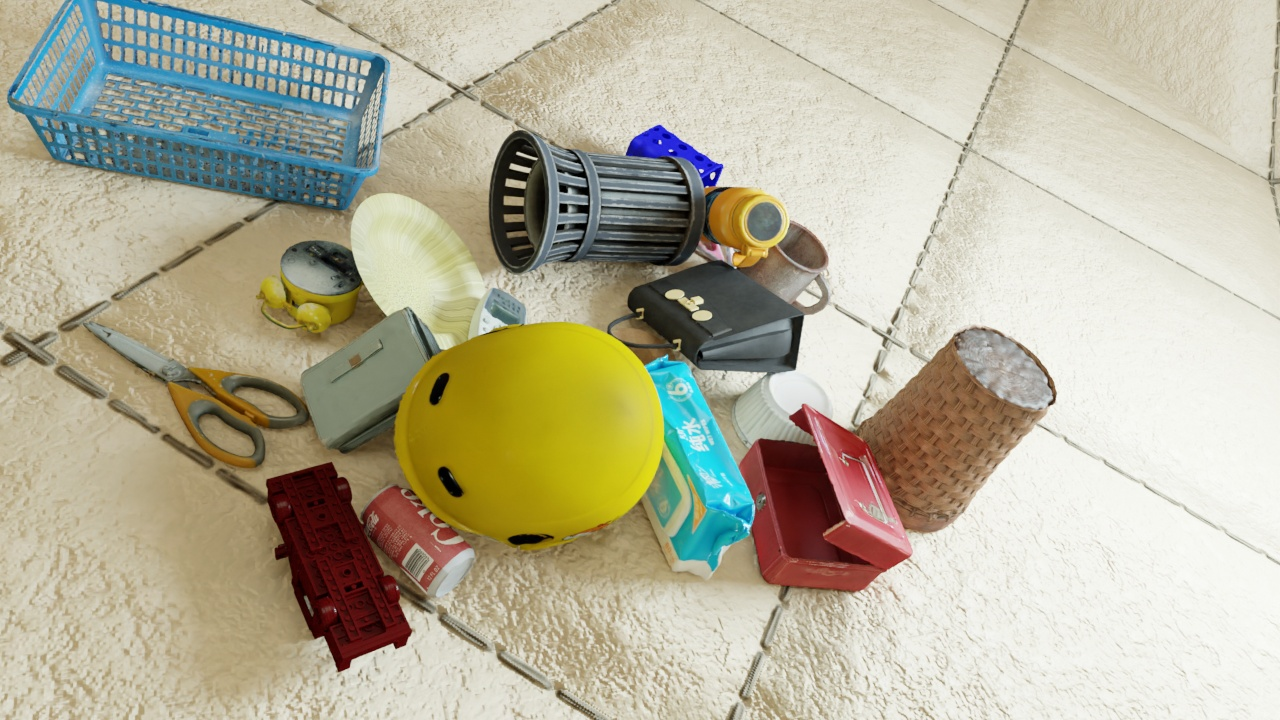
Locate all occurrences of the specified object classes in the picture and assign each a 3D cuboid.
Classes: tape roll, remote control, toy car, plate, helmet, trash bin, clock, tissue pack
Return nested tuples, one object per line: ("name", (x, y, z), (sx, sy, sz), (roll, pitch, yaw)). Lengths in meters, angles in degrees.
("tape roll", (-0.006, 0.006, 1.044), (0.094, 0.027, 0.093), (13, 44, -13))
("remote control", (-0.156, -0.029, 0.996), (0.060, 0.028, 0.114), (34, 38, -24))
("toy car", (-0.248, 0.168, 0.744), (0.070, 0.062, 0.169), (-14, 55, -35))
("plate", (-0.244, -0.088, 0.983), (0.184, 0.036, 0.184), (39, 36, -37))
("helmet", (-0.076, 0.058, 0.806), (0.239, 0.140, 0.209), (-1, 78, -42))
("trash bin", (0.340, 0.070, 1.010), (0.151, 0.211, 0.151), (14, 43, -14))
("clock", (-0.338, -0.074, 0.945), (0.083, 0.057, 0.118), (32, 42, 6))
("trash bin", (-0.047, -0.187, 1.123), (0.227, 0.165, 0.164), (-3, 49, -32))
("tissue pack", (0.041, 0.108, 0.901), (0.066, 0.117, 0.209), (-6, 52, -27))

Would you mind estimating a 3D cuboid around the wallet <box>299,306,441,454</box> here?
("wallet", (-0.251, 0.018, 0.859), (0.132, 0.054, 0.100), (-34, 56, 3))

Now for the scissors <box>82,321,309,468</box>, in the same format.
("scissors", (-0.423, 0.025, 0.837), (0.229, 0.016, 0.113), (25, 42, 1))

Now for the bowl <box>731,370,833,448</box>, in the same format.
("bowl", (0.169, 0.059, 1.049), (0.115, 0.063, 0.115), (13, 44, -13))

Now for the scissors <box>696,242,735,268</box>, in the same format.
("scissors", (0.131, -0.126, 1.251), (0.101, 0.016, 0.178), (1, 47, -25))

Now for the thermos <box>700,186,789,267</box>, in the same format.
("thermos", (0.123, -0.171, 1.145), (0.076, 0.091, 0.232), (-28, 15, -5))

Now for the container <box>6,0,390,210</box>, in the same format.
("container", (-0.487, -0.294, 1.068), (0.362, 0.089, 0.256), (8, 45, -18))

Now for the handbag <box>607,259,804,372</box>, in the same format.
("handbag", (0.053, -0.042, 1.054), (0.195, 0.072, 0.176), (-10, 30, -25))

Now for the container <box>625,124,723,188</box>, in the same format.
("container", (0.040, -0.263, 1.291), (0.113, 0.085, 0.084), (37, 45, 14))

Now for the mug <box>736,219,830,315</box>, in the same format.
("mug", (0.187, -0.104, 1.182), (0.096, 0.110, 0.123), (-30, 74, -41))

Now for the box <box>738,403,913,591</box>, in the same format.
("box", (0.186, 0.153, 0.953), (0.137, 0.127, 0.157), (26, 35, -31))

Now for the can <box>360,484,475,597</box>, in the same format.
("can", (-0.193, 0.154, 0.791), (0.096, 0.054, 0.053), (40, 44, 15))
